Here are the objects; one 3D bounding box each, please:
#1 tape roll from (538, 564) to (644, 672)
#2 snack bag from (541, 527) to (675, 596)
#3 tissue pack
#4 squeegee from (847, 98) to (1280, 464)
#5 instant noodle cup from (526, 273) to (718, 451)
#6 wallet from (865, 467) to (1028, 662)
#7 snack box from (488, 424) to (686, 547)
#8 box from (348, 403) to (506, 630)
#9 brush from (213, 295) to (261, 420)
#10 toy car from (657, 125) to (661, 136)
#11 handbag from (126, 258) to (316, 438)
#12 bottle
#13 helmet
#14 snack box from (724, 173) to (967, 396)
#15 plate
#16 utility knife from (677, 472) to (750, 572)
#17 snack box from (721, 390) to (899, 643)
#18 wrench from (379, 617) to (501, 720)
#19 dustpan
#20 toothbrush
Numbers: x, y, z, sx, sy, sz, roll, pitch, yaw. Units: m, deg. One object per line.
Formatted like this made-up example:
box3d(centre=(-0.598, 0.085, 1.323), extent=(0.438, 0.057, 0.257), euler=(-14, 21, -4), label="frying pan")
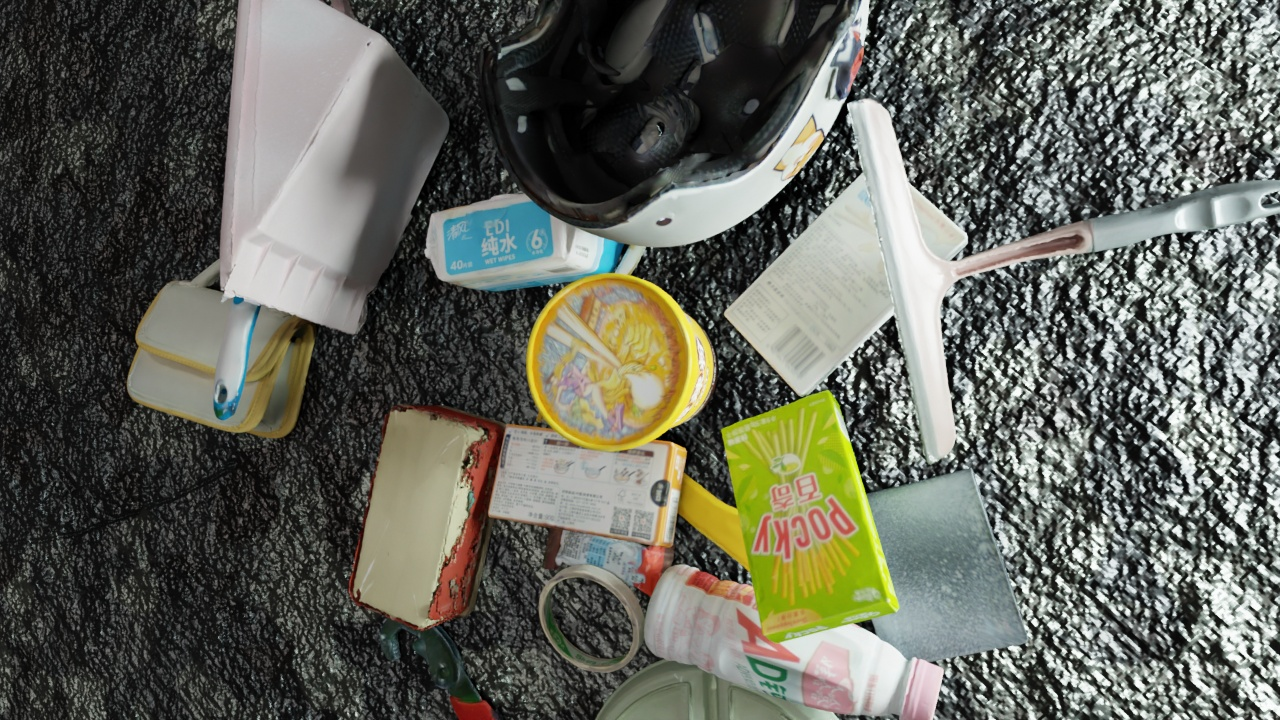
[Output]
box3d(centre=(-0.038, 0.197, 0.700), extent=(0.086, 0.013, 0.086), euler=(8, 109, 23), label="tape roll")
box3d(centre=(-0.025, 0.149, 0.705), extent=(0.104, 0.026, 0.048), euler=(8, 82, 23), label="snack bag")
box3d(centre=(-0.087, -0.093, 0.706), extent=(0.140, 0.090, 0.063), euler=(-7, 86, 21), label="tissue pack")
box3d(centre=(0.280, -0.076, 0.586), extent=(0.250, 0.040, 0.248), euler=(-13, 105, 11), label="squeegee")
box3d(centre=(-0.004, 0.004, 0.656), extent=(0.119, 0.114, 0.118), euler=(-1, 87, 21), label="instant noodle cup")
box3d(centre=(0.196, 0.143, 0.626), extent=(0.097, 0.019, 0.121), euler=(-19, 82, 21), label="wallet")
box3d(centre=(-0.043, 0.093, 0.697), extent=(0.154, 0.026, 0.075), euler=(4, 78, 29), label="snack box")
box3d(centre=(-0.171, 0.123, 0.734), extent=(0.091, 0.080, 0.168), euler=(14, 93, 22), label="box")
box3d(centre=(-0.308, -0.106, 0.782), extent=(0.061, 0.109, 0.314), euler=(3, 89, 19), label="brush")
box3d(centre=(-0.018, -0.193, 0.714), extent=(0.043, 0.034, 0.090), euler=(-34, 89, 13), label="toy car")
box3d(centre=(-0.377, -0.030, 0.835), extent=(0.163, 0.063, 0.178), euler=(15, 89, 20), label="handbag")
box3d(centre=(0.103, 0.199, 0.630), extent=(0.197, 0.068, 0.068), euler=(13, 92, 22), label="bottle")
box3d(centre=(0.040, -0.190, 0.607), extent=(0.230, 0.157, 0.274), euler=(37, 91, 29), label="helmet")
box3d(centre=(0.142, -0.057, 0.649), extent=(0.157, 0.026, 0.084), euler=(-45, 73, 13), label="snack box")
box3d(centre=(0.057, 0.330, 0.666), extent=(0.230, 0.027, 0.230), euler=(-1, 87, 22), label="plate")
box3d(centre=(0.032, 0.097, 0.691), extent=(0.195, 0.015, 0.033), euler=(37, 96, 21), label="utility knife")
box3d(centre=(0.110, 0.103, 0.621), extent=(0.086, 0.026, 0.156), euler=(-21, 55, 19), label="snack box")
box3d(centre=(-0.121, 0.312, 0.740), extent=(0.056, 0.016, 0.273), euler=(-47, 73, 15), label="wrench")
box3d(centre=(-0.261, -0.173, 0.717), extent=(0.139, 0.222, 0.273), euler=(27, 85, 8), label="dustpan")
box3d(centre=(-0.032, -0.030, 0.722), extent=(0.018, 0.016, 0.191), euler=(31, 99, 8), label="toothbrush")
